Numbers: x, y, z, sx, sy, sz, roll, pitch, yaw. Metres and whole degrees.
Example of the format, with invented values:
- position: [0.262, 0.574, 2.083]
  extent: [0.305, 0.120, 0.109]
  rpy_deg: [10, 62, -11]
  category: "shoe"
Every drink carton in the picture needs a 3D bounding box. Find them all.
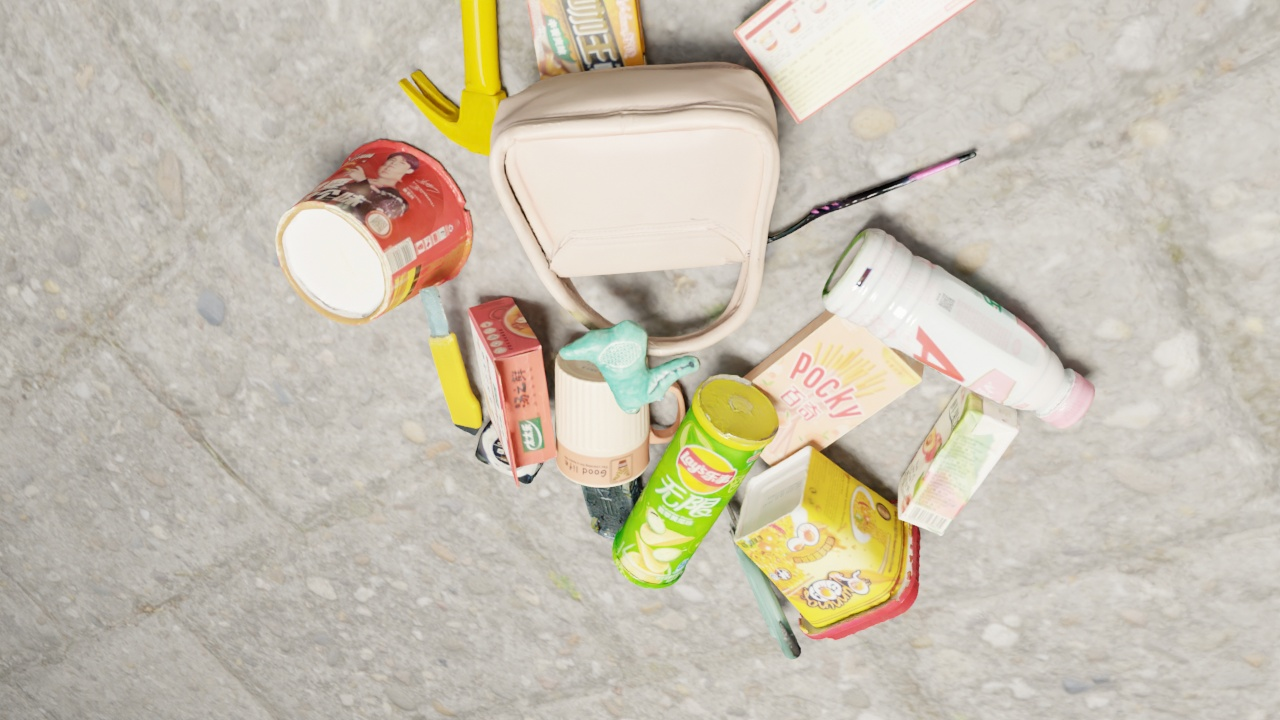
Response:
- position: [0.245, 0.075, 0.709]
  extent: [0.045, 0.053, 0.123]
  rpy_deg: [23, 127, 4]
  category: "drink carton"

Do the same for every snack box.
- position: [-0.031, -0.191, 0.666]
  extent: [0.075, 0.026, 0.154]
  rpy_deg: [-4, 119, 9]
  category: "snack box"
- position: [0.142, -0.226, 0.578]
  extent: [0.156, 0.026, 0.077]
  rpy_deg: [-30, 106, 35]
  category: "snack box"
- position: [0.140, 0.023, 0.739]
  extent: [0.084, 0.026, 0.158]
  rpy_deg: [42, 128, -6]
  category: "snack box"
- position: [-0.107, 0.024, 0.788]
  extent: [0.044, 0.127, 0.113]
  rpy_deg: [-14, 122, -15]
  category: "snack box"

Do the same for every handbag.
- position: [0.006, -0.092, 0.666]
  extent: [0.193, 0.093, 0.234]
  rpy_deg: [-3, 130, 10]
  category: "handbag"

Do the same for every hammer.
- position: [-0.118, -0.291, 0.648]
  extent: [0.129, 0.032, 0.301]
  rpy_deg: [13, 125, 14]
  category: "hammer"

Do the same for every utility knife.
- position: [-0.170, 0.003, 0.834]
  extent: [0.033, 0.015, 0.217]
  rpy_deg: [10, 143, 8]
  category: "utility knife"

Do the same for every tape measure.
- position: [-0.121, 0.080, 0.887]
  extent: [0.066, 0.033, 0.066]
  rpy_deg: [28, 130, 3]
  category: "tape measure"

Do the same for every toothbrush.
- position: [0.145, -0.114, 0.657]
  extent: [0.190, 0.014, 0.018]
  rpy_deg: [-19, 102, 32]
  category: "toothbrush"

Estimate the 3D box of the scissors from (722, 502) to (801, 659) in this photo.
- position: [0.102, 0.187, 0.805]
  extent: [0.019, 0.171, 0.177]
  rpy_deg: [-22, 106, -2]
  category: "scissors"

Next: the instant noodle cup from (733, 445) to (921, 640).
- position: [0.150, 0.145, 0.750]
  extent: [0.123, 0.115, 0.116]
  rpy_deg: [42, 128, -14]
  category: "instant noodle cup"

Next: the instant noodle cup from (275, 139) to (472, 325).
- position: [-0.226, -0.103, 0.768]
  extent: [0.138, 0.108, 0.138]
  rpy_deg: [11, 124, 17]
  category: "instant noodle cup"

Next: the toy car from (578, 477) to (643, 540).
- position: [-0.025, 0.129, 0.875]
  extent: [0.054, 0.036, 0.121]
  rpy_deg: [7, 133, 18]
  category: "toy car"

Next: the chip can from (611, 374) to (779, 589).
- position: [0.040, 0.111, 0.780]
  extent: [0.072, 0.072, 0.222]
  rpy_deg: [29, 131, 4]
  category: "chip can"

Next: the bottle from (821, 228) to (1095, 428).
- position: [0.227, -0.018, 0.651]
  extent: [0.197, 0.068, 0.068]
  rpy_deg: [32, 128, -1]
  category: "bottle"

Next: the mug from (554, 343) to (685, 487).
- position: [-0.018, 0.043, 0.795]
  extent: [0.114, 0.081, 0.106]
  rpy_deg: [-3, 122, -6]
  category: "mug"

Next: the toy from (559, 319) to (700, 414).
- position: [-0.004, 0.004, 0.713]
  extent: [0.096, 0.030, 0.092]
  rpy_deg: [-22, 129, 3]
  category: "toy"
